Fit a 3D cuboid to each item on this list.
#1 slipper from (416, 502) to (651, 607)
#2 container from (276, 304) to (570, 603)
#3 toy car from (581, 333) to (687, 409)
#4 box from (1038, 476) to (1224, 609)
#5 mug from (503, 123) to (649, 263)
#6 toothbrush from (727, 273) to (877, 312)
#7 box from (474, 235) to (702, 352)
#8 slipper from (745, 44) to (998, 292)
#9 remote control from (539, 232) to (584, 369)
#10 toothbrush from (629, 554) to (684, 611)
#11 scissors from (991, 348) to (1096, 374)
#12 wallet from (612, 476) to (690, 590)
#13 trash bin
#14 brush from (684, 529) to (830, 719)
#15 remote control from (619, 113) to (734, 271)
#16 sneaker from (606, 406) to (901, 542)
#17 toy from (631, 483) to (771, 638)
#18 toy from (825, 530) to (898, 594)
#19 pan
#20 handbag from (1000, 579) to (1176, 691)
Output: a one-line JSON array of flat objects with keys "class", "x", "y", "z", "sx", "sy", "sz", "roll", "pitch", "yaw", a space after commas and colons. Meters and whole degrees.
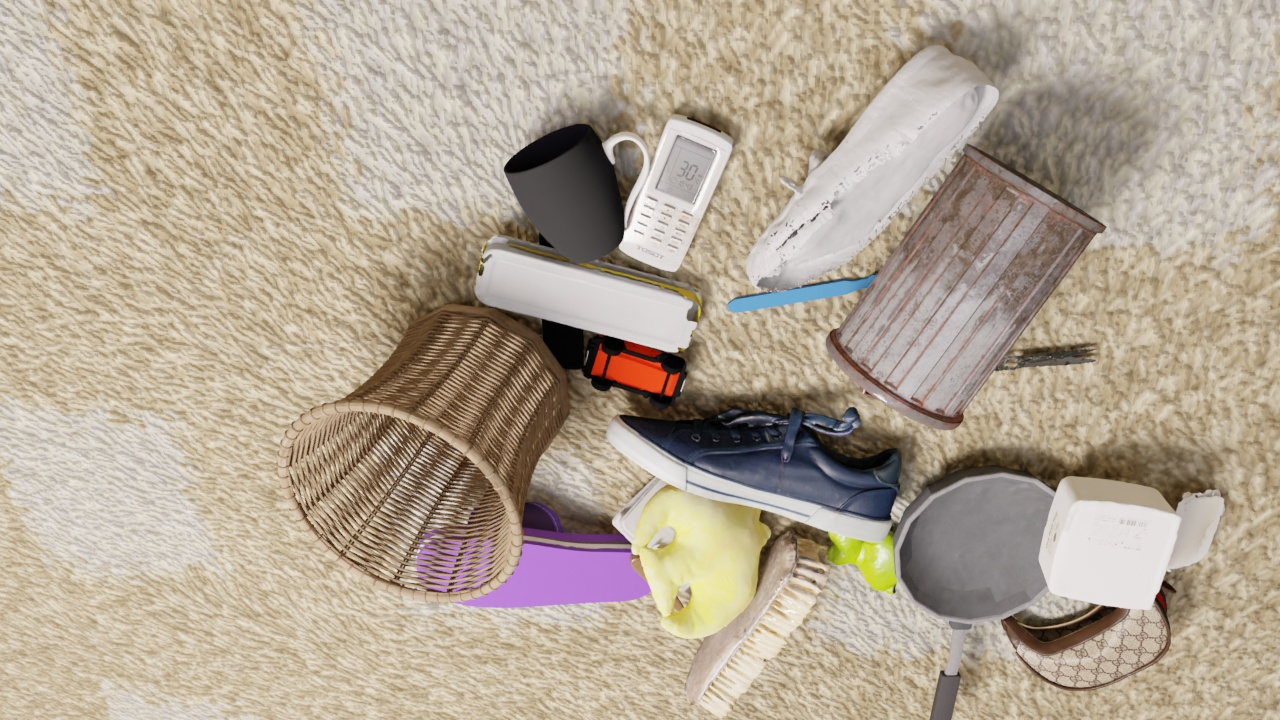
[{"class": "slipper", "x": -0.113, "y": 0.206, "z": 1.014, "sx": 0.266, "sy": 0.084, "sz": 0.107, "roll": 6, "pitch": 125, "yaw": -17}, {"class": "container", "x": -0.186, "y": 0.077, "z": 0.863, "sx": 0.227, "sy": 0.195, "sz": 0.227, "roll": 8, "pitch": 125, "yaw": 12}, {"class": "toy car", "x": -0.005, "y": 0.005, "z": 0.885, "sx": 0.100, "sy": 0.048, "sz": 0.051, "roll": 17, "pitch": 121, "yaw": 0}, {"class": "box", "x": 0.470, "y": 0.169, "z": 0.854, "sx": 0.190, "sy": 0.083, "sz": 0.111, "roll": 2, "pitch": 114, "yaw": -8}, {"class": "mug", "x": -0.042, "y": -0.145, "z": 0.786, "sx": 0.119, "sy": 0.084, "sz": 0.100, "roll": -21, "pitch": 120, "yaw": 11}, {"class": "toothbrush", "x": 0.161, "y": -0.061, "z": 0.836, "sx": 0.167, "sy": 0.014, "sz": 0.016, "roll": -9, "pitch": 118, "yaw": 16}, {"class": "box", "x": -0.047, "y": -0.060, "z": 0.846, "sx": 0.209, "sy": 0.033, "sz": 0.064, "roll": 14, "pitch": 118, "yaw": -8}, {"class": "slipper", "x": 0.173, "y": -0.147, "z": 0.748, "sx": 0.112, "sy": 0.074, "sz": 0.247, "roll": 15, "pitch": 130, "yaw": -36}, {"class": "remote control", "x": -0.074, "y": -0.060, "z": 0.877, "sx": 0.041, "sy": 0.020, "sz": 0.152, "roll": 5, "pitch": 120, "yaw": 7}, {"class": "toothbrush", "x": 0.032, "y": 0.263, "z": 1.029, "sx": 0.016, "sy": 0.016, "sz": 0.167, "roll": -31, "pitch": 126, "yaw": 9}, {"class": "scissors", "x": 0.328, "y": 0.011, "z": 0.850, "sx": 0.169, "sy": 0.012, "sz": 0.132, "roll": 19, "pitch": 124, "yaw": -3}, {"class": "wallet", "x": 0.036, "y": 0.183, "z": 0.978, "sx": 0.116, "sy": 0.032, "sz": 0.086, "roll": 42, "pitch": 86, "yaw": -14}, {"class": "trash bin", "x": 0.253, "y": -0.051, "z": 0.744, "sx": 0.131, "sy": 0.130, "sz": 0.211, "roll": 28, "pitch": 113, "yaw": -7}, {"class": "brush", "x": 0.123, "y": 0.297, "z": 1.016, "sx": 0.056, "sy": 0.083, "sz": 0.272, "roll": 24, "pitch": 121, "yaw": -5}, {"class": "remote control", "x": 0.030, "y": -0.144, "z": 0.803, "sx": 0.060, "sy": 0.025, "sz": 0.139, "roll": 22, "pitch": 122, "yaw": -3}, {"class": "sneaker", "x": 0.117, "y": 0.078, "z": 0.889, "sx": 0.294, "sy": 0.120, "sz": 0.127, "roll": 15, "pitch": 100, "yaw": -2}, {"class": "toy", "x": 0.068, "y": 0.197, "z": 0.940, "sx": 0.065, "sy": 0.154, "sz": 0.170, "roll": 3, "pitch": 116, "yaw": 61}, {"class": "toy", "x": 0.242, "y": 0.203, "z": 0.967, "sx": 0.094, "sy": 0.036, "sz": 0.094, "roll": 4, "pitch": 115, "yaw": 14}, {"class": "pan", "x": 0.334, "y": 0.260, "z": 0.952, "sx": 0.178, "sy": 0.041, "sz": 0.358, "roll": 1, "pitch": 114, "yaw": -2}, {"class": "handbag", "x": 0.461, "y": 0.262, "z": 0.951, "sx": 0.138, "sy": 0.063, "sz": 0.167, "roll": 43, "pitch": 123, "yaw": -4}]
